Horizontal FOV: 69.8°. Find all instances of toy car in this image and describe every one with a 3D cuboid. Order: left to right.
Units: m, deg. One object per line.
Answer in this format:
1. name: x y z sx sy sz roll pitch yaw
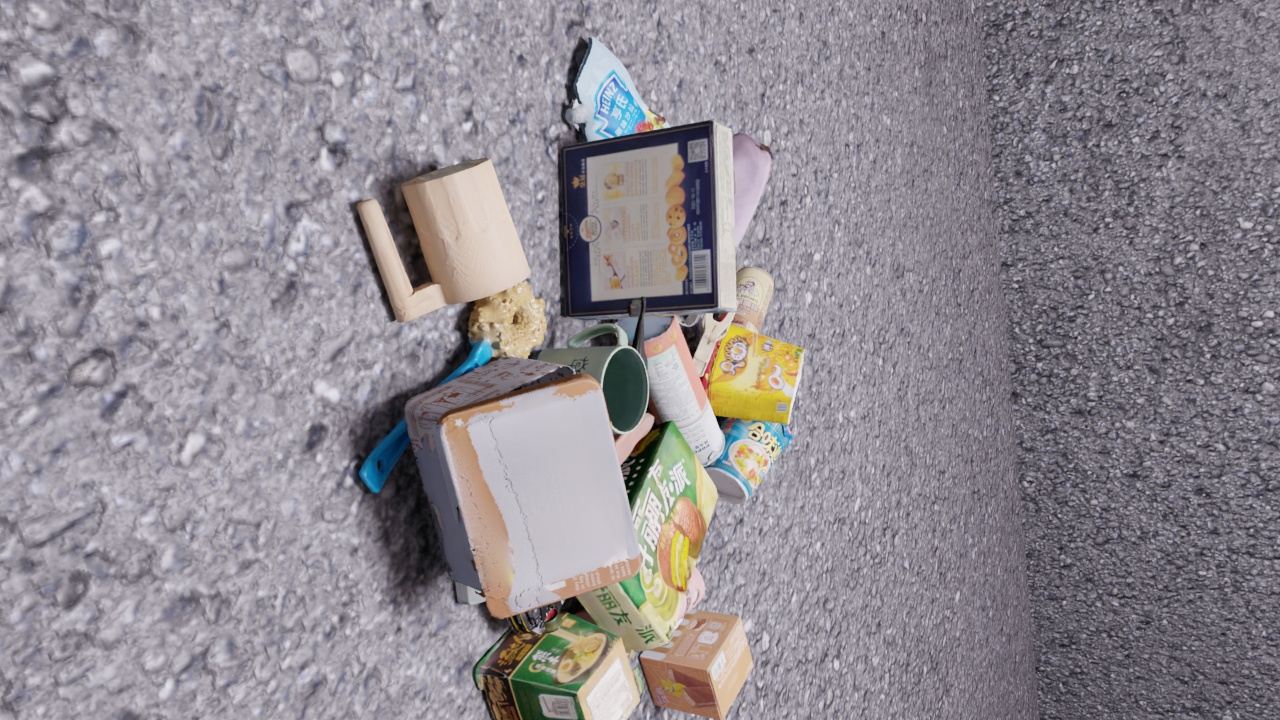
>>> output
1. toy car: -0.088 0.203 0.899 0.155 0.041 0.071 -56 137 -59

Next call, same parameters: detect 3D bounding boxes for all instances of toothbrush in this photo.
1. toothbrush: -0.006 0.006 0.956 0.213 0.027 0.026 94 -14 -54

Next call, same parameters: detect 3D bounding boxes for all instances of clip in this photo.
1. clip: 0.084 -0.037 1.072 0.076 0.034 0.103 109 6 -52

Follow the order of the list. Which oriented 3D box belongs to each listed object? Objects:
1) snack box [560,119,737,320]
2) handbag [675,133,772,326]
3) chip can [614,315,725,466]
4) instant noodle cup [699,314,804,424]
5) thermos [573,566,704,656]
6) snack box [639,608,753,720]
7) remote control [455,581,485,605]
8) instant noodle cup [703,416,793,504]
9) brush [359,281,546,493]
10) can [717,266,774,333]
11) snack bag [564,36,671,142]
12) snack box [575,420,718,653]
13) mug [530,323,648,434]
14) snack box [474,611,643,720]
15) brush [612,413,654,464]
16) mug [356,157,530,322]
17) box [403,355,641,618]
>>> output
1. snack box: 0.006 -0.135 0.921 0.045 0.183 0.178 -2 91 -58
2. handbag: 0.076 -0.157 1.067 0.098 0.145 0.196 31 52 -3
3. chip can: 0.036 0.031 1.044 0.071 0.071 0.215 -63 144 -35
4. instant noodle cup: 0.134 0.019 1.140 0.116 0.124 0.116 81 25 -59
5. thermos: -0.001 0.285 1.017 0.198 0.067 0.087 -11 114 -57
6. snack box: 0.068 0.357 1.088 0.092 0.095 0.077 -43 124 -49
7. remote control: -0.149 0.151 0.832 0.056 0.019 0.135 -16 103 -56
8. instant noodle cup: 0.131 0.124 1.197 0.109 0.099 0.099 -53 132 -31
9. brush: -0.161 0.015 0.805 0.253 0.046 0.083 -54 136 -37
10. can: 0.139 -0.066 1.234 0.058 0.059 0.116 55 47 -40
11. snack bag: -0.016 -0.259 1.026 0.191 0.039 0.110 40 68 -48
12. snack box: 0.007 0.179 0.968 0.114 0.063 0.239 57 31 -20
13. mug: -0.054 0.016 0.897 0.082 0.106 0.111 38 59 -49
14. snack box: -0.071 0.311 0.869 0.117 0.106 0.118 -40 121 -49
15. brush: -0.043 0.088 0.946 0.145 0.073 0.063 -36 118 -53
16. mug: -0.165 -0.103 0.771 0.124 0.084 0.103 -26 112 -25
17. box: -0.088 0.100 0.749 0.148 0.158 0.182 -30 117 -45
